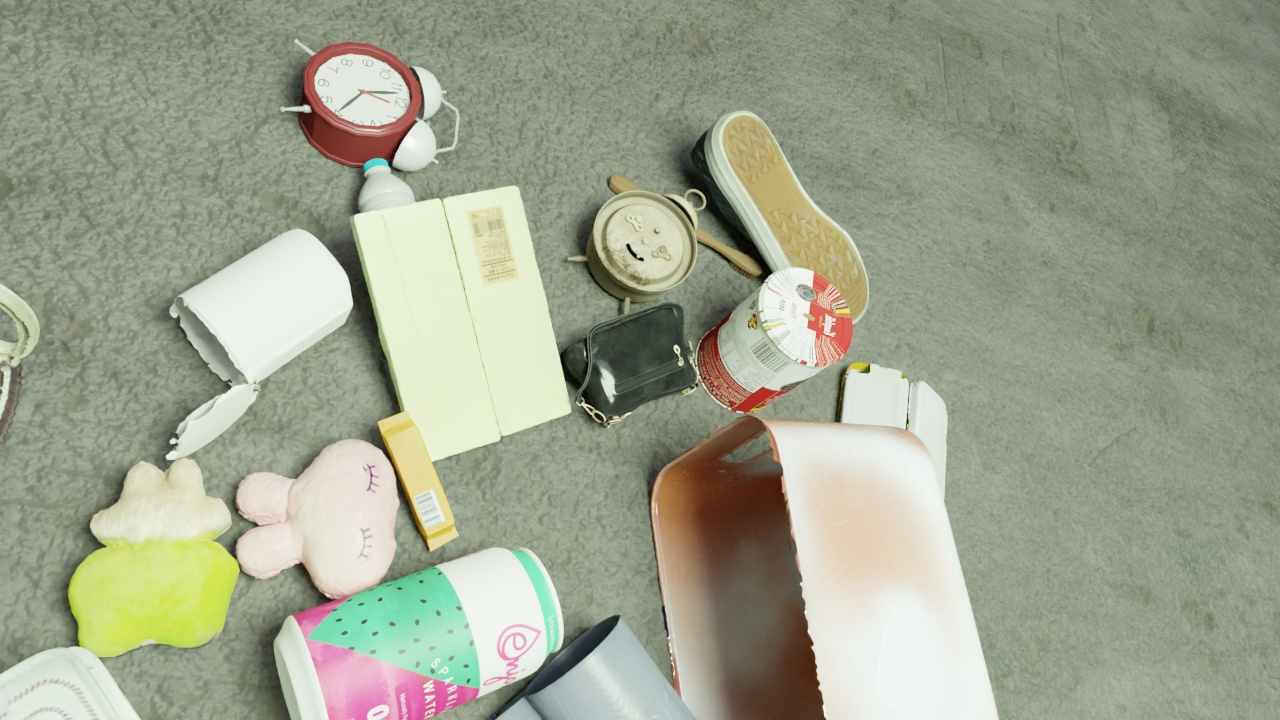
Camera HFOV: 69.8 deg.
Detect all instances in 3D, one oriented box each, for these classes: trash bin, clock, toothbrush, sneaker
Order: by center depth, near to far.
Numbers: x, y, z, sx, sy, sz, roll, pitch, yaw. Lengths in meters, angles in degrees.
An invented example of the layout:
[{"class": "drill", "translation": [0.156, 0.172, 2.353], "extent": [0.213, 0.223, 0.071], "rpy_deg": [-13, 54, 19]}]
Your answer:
[{"class": "trash bin", "translation": [0.125, 0.180, 0.660], "extent": [0.157, 0.182, 0.259], "rpy_deg": [2, 66, -27]}, {"class": "clock", "translation": [-0.217, -0.206, 0.749], "extent": [0.137, 0.048, 0.096], "rpy_deg": [10, 64, -20]}, {"class": "clock", "translation": [0.009, -0.106, 0.809], "extent": [0.093, 0.055, 0.140], "rpy_deg": [46, 64, -1]}, {"class": "toothbrush", "translation": [0.042, -0.124, 0.856], "extent": [0.167, 0.016, 0.016], "rpy_deg": [32, 58, -7]}, {"class": "sneaker", "translation": [0.125, -0.122, 0.863], "extent": [0.087, 0.079, 0.235], "rpy_deg": [-47, 110, -24]}]

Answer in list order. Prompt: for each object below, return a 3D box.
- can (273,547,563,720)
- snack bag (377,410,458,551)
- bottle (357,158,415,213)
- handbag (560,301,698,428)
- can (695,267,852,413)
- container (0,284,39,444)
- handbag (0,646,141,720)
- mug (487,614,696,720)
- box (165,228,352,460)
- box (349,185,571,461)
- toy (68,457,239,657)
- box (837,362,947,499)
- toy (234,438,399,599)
[{"class": "can", "translation": [-0.139, 0.181, 0.586], "extent": [0.165, 0.088, 0.088], "rpy_deg": [-14, 74, -30]}, {"class": "snack bag", "translation": [-0.157, 0.085, 0.647], "extent": [0.026, 0.020, 0.099], "rpy_deg": [-24, 100, -21]}, {"class": "bottle", "translation": [-0.189, -0.094, 0.714], "extent": [0.044, 0.044, 0.136], "rpy_deg": [-12, 73, -29]}, {"class": "handbag", "translation": [-0.005, 0.005, 0.753], "extent": [0.128, 0.054, 0.079], "rpy_deg": [-23, 83, -34]}, {"class": "can", "translation": [0.111, -0.014, 0.777], "extent": [0.086, 0.117, 0.086], "rpy_deg": [10, 64, -21]}, {"class": "container", "translation": [-0.439, 0.055, 0.454], "extent": [0.143, 0.185, 0.251], "rpy_deg": [18, 59, -4]}, {"class": "handbag", "translation": [-0.301, 0.261, 0.462], "extent": [0.141, 0.096, 0.198], "rpy_deg": [-35, 93, -30]}, {"class": "mug", "translation": [-0.031, 0.252, 0.619], "extent": [0.124, 0.084, 0.104], "rpy_deg": [-38, 89, -9]}, {"class": "box", "translation": [-0.270, -0.015, 0.618], "extent": [0.165, 0.084, 0.094], "rpy_deg": [-40, 96, -32]}, {"class": "box", "translation": [-0.127, -0.030, 0.685], "extent": [0.138, 0.030, 0.187], "rpy_deg": [-16, 99, -30]}, {"class": "toy", "translation": [-0.296, 0.119, 0.564], "extent": [0.092, 0.043, 0.117], "rpy_deg": [-1, 73, -20]}, {"class": "box", "translation": [0.230, 0.107, 0.829], "extent": [0.128, 0.046, 0.209], "rpy_deg": [23, 59, -18]}, {"class": "toy", "translation": [-0.214, 0.106, 0.610], "extent": [0.105, 0.053, 0.108], "rpy_deg": [-4, 70, -11]}]
